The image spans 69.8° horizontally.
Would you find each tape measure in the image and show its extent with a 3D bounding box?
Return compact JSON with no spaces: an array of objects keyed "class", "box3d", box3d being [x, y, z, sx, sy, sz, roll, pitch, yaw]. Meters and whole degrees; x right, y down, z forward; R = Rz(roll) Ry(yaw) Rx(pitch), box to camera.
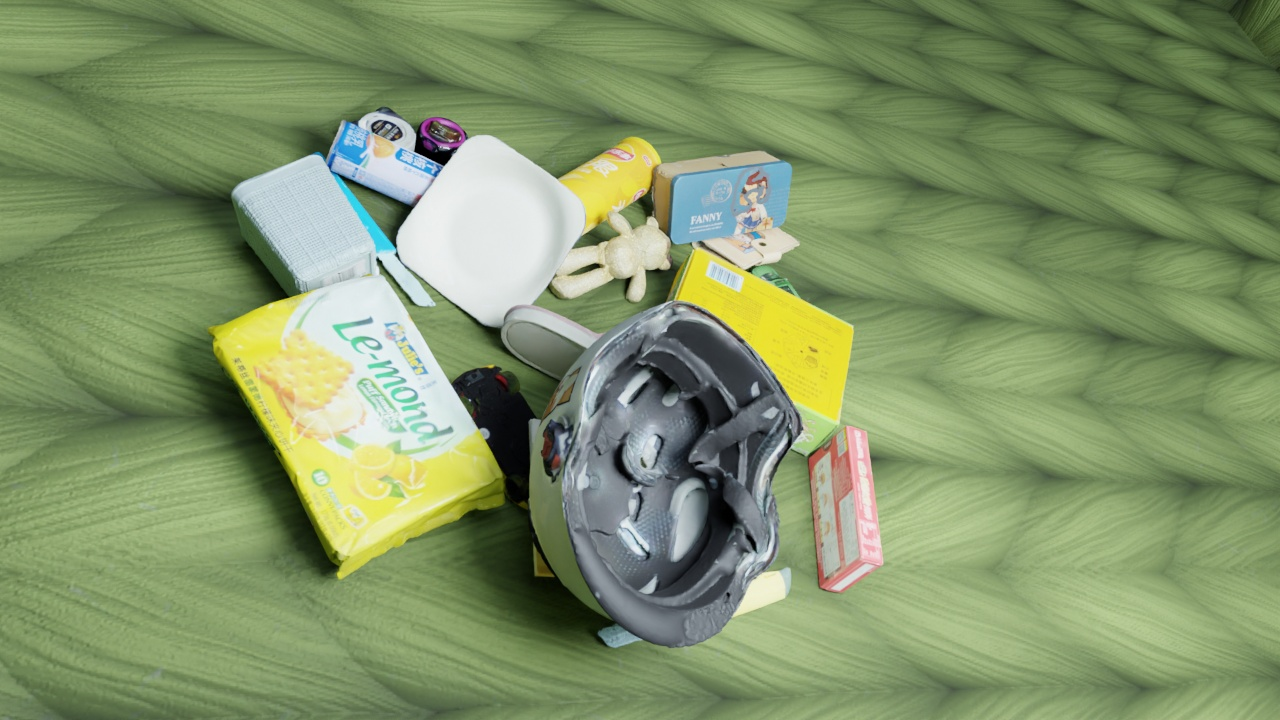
[{"class":"tape measure","box3d":[-0.225,-0.247,1.037,0.058,0.039,0.057,19,49,-12]},{"class":"tape measure","box3d":[-0.282,-0.242,1.010,0.066,0.034,0.065,40,50,9]}]

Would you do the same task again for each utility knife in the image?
[{"class":"utility knife","box3d":[-0.280,-0.132,0.938,0.034,0.018,0.218,-31,74,-39]},{"class":"utility knife","box3d":[0.057,0.224,0.828,0.215,0.022,0.031,-6,74,-37]}]

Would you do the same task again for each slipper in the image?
[{"class":"slipper","box3d":[-0.005,0.005,0.907,0.274,0.114,0.054,22,58,-1]}]

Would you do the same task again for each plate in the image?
[{"class":"plate","box3d":[-0.150,-0.130,0.942,0.164,0.034,0.163,37,92,10]}]

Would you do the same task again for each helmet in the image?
[{"class":"helmet","box3d":[0.000,0.091,0.764,0.230,0.157,0.273,33,64,-30]}]

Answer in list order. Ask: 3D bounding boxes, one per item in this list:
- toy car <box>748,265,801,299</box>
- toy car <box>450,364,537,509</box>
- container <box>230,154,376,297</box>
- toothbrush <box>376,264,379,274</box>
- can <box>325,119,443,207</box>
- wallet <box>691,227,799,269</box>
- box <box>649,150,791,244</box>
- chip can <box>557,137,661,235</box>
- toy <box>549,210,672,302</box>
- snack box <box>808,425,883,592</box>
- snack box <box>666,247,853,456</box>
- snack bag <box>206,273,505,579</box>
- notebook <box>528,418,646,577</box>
[{"class":"toy car","box3d":[0.163,-0.078,1.102,0.043,0.036,0.091,-18,61,-34]},{"class":"toy car","box3d":[-0.120,0.074,0.842,0.071,0.041,0.156,-34,83,-40]},{"class":"container","box3d":[-0.307,-0.112,0.856,0.090,0.090,0.111,-31,76,-25]},{"class":"toothbrush","box3d":[-0.269,-0.027,0.864,0.016,0.016,0.179,16,50,-17]},{"class":"can","box3d":[-0.258,-0.199,0.964,0.134,0.053,0.053,23,48,-21]},{"class":"wallet","box3d":[0.133,-0.142,1.130,0.114,0.024,0.087,-23,44,-38]},{"class":"box","box3d":[0.092,-0.198,1.106,0.184,0.090,0.062,-16,35,-26]},{"class":"chip can","box3d":[-0.063,-0.188,1.050,0.072,0.072,0.212,43,49,9]},{"class":"toy","box3d":[-0.033,-0.111,1.020,0.156,0.066,0.105,-23,100,-33]},{"class":"snack box","box3d":[0.204,0.148,0.922,0.025,0.075,0.152,16,50,-16]},{"class":"snack box","box3d":[0.120,-0.011,1.006,0.210,0.070,0.157,26,48,-6]},{"class":"snack bag","box3d":[-0.239,0.048,0.770,0.157,0.068,0.246,-26,78,-35]},{"class":"notebook","box3d":[-0.006,0.133,0.848,0.206,0.010,0.145,11,58,-28]}]
